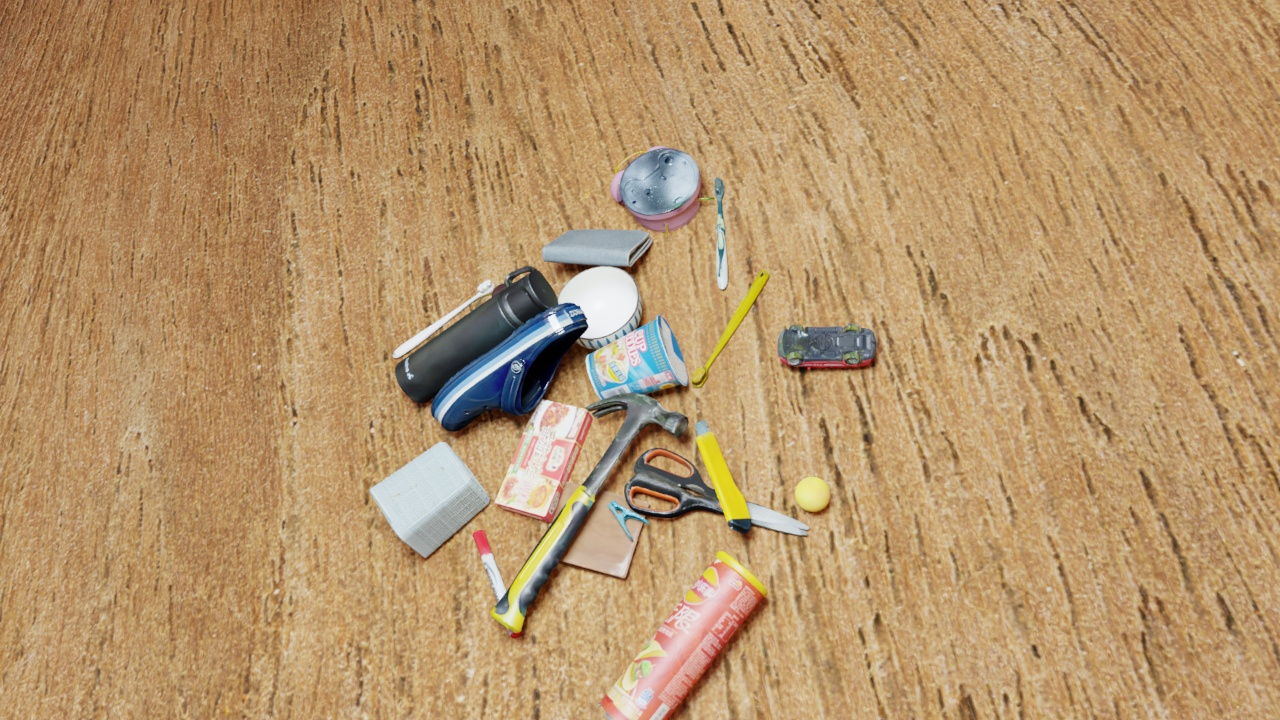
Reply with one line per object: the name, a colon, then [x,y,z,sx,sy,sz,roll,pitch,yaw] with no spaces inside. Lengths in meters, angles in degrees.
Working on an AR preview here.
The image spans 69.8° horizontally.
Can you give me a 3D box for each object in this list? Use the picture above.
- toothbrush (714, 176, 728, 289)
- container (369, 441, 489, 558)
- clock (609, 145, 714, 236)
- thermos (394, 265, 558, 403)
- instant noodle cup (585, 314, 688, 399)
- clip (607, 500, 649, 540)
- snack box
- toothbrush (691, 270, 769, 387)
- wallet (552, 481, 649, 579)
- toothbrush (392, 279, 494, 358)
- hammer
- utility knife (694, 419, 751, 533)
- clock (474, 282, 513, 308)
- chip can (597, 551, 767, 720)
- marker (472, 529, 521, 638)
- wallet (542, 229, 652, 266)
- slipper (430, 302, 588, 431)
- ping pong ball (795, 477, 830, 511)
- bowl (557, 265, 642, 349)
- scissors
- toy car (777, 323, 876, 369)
toothbrush: [0.112,-0.181,1.288,0.016,0.018,0.191,-6,61,13]
container: [-0.263,0.174,1.164,0.111,0.090,0.090,-37,59,-9]
clock: [0.022,-0.254,1.330,0.117,0.060,0.158,-39,60,-6]
thermos: [-0.221,-0.038,1.235,0.243,0.068,0.089,-33,48,20]
instant noodle cup: [-0.007,0.007,1.182,0.110,0.099,0.099,-22,58,12]
clip: [-0.019,0.190,1.110,0.034,0.013,0.055,-40,64,-14]
snack box: [-0.123,0.127,1.184,0.075,0.025,0.152,12,66,22]
toothbrush: [0.119,-0.044,1.211,0.016,0.016,0.189,25,72,26]
wallet: [-0.056,0.208,1.125,0.115,0.020,0.101,12,65,18]
toothbrush: [-0.289,-0.060,1.340,0.180,0.016,0.016,-37,56,-5]
hammer: [-0.077,0.176,1.110,0.126,0.032,0.322,25,73,34]
utility knife: [0.096,0.137,1.106,0.033,0.015,0.176,4,42,-24]
clock: [-0.178,-0.068,1.289,0.122,0.055,0.082,11,66,23]
chip can: [0.048,0.315,1.005,0.073,0.073,0.216,33,76,29]
marker: [-0.176,0.272,1.125,0.017,0.017,0.145,-28,58,0]
wallet: [-0.059,-0.157,1.294,0.130,0.037,0.106,5,26,20]
slipper: [-0.158,0.021,1.193,0.253,0.105,0.095,-37,78,22]
ping pong ball: [0.200,0.155,1.064,0.040,0.040,0.040,-7,60,12]
bowl: [-0.050,-0.063,1.242,0.116,0.066,0.116,-7,59,12]
scissors: [0.096,0.156,1.106,0.235,0.022,0.139,-2,55,8]
toy car: [0.231,-0.014,1.145,0.120,0.045,0.052,2,61,12]
